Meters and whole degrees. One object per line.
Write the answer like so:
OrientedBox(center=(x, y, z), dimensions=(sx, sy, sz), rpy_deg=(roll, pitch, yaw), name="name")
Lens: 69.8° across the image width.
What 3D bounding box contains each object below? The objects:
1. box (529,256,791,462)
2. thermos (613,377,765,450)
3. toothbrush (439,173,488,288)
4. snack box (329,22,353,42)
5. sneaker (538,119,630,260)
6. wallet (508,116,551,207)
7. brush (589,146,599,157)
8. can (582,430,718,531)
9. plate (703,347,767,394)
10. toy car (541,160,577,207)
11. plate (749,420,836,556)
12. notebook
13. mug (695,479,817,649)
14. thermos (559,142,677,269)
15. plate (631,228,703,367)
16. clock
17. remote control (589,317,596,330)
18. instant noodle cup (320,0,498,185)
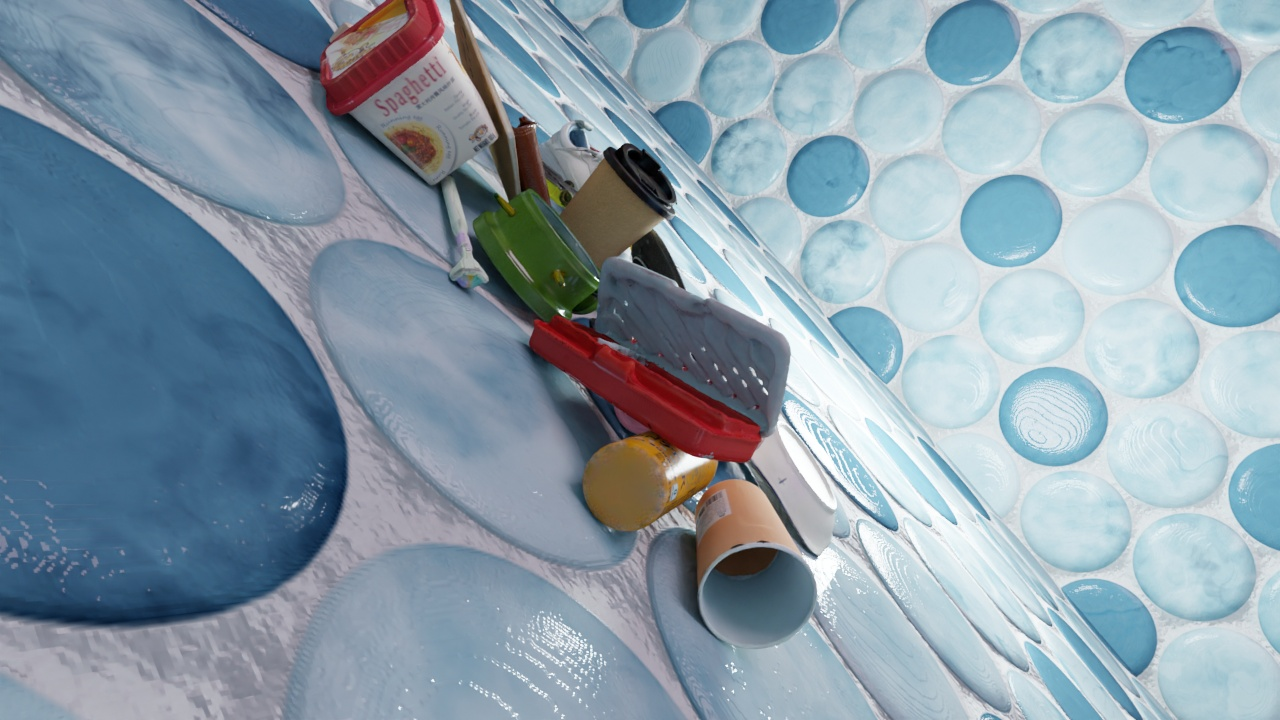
OrientedBox(center=(0.017, -0.012, 0.672), dimensions=(0.095, 0.101, 0.201), rpy_deg=(14, 12, -47), name="box")
OrientedBox(center=(0.051, 0.039, 0.826), dimensions=(0.198, 0.067, 0.087), rpy_deg=(19, 47, -58), name="thermos")
OrientedBox(center=(-0.152, -0.113, 0.760), dimensions=(0.029, 0.020, 0.189), rpy_deg=(3, 33, -21), name="toothbrush")
OrientedBox(center=(-0.229, -0.266, 0.915), dimensions=(0.157, 0.026, 0.084), rpy_deg=(47, 15, -3), name="snack box")
OrientedBox(center=(-0.054, -0.218, 1.150), dimensions=(0.089, 0.091, 0.242), rpy_deg=(28, 25, -48), name="sneaker")
OrientedBox(center=(-0.111, -0.186, 0.907), dimensions=(0.124, 0.032, 0.101), rpy_deg=(-124, -157, -68), name="wallet")
OrientedBox(center=(-0.051, -0.249, 1.253), dimensions=(0.146, 0.063, 0.069), rpy_deg=(36, 22, 34), name="brush")
OrientedBox(center=(0.012, 0.078, 0.647), dimensions=(0.058, 0.058, 0.145), rpy_deg=(50, 15, 10), name="can")
OrientedBox(center=(0.105, -0.009, 1.135), dimensions=(0.163, 0.034, 0.164), rpy_deg=(36, 12, -29), name="plate")
OrientedBox(center=(-0.113, -0.208, 1.067), dimensions=(0.105, 0.032, 0.048), rpy_deg=(35, 21, -16), name="toy car")
OrientedBox(center=(0.163, 0.119, 0.970), dimensions=(0.164, 0.034, 0.163), rpy_deg=(58, 16, 8), name="plate")
OrientedBox(center=(-0.150, -0.245, 0.892), dimensions=(0.148, 0.008, 0.207), rpy_deg=(94, -25, -62), name="notebook")
OrientedBox(center=(0.073, 0.135, 0.651), dimensions=(0.078, 0.078, 0.122), rpy_deg=(43, 10, -14), name="mug")
OrientedBox(center=(-0.035, -0.140, 0.902), dimensions=(0.093, 0.143, 0.093), rpy_deg=(42, 17, -16), name="thermos")
OrientedBox(center=(0.022, -0.059, 0.970), dimensions=(0.179, 0.024, 0.179), rpy_deg=(159, -89, -82), name="plate")
OrientedBox(center=(-0.081, -0.089, 0.796), dimensions=(0.116, 0.056, 0.161), rpy_deg=(54, 7, 6), name="clock")
OrientedBox(center=(-0.005, 0.005, 0.850), dimensions=(0.136, 0.024, 0.053), rpy_deg=(36, 17, -40), name="remote control")
OrientedBox(center=(-0.192, -0.228, 0.783), dimensions=(0.124, 0.116, 0.116), rpy_deg=(51, 9, -40), name="instant noodle cup")
